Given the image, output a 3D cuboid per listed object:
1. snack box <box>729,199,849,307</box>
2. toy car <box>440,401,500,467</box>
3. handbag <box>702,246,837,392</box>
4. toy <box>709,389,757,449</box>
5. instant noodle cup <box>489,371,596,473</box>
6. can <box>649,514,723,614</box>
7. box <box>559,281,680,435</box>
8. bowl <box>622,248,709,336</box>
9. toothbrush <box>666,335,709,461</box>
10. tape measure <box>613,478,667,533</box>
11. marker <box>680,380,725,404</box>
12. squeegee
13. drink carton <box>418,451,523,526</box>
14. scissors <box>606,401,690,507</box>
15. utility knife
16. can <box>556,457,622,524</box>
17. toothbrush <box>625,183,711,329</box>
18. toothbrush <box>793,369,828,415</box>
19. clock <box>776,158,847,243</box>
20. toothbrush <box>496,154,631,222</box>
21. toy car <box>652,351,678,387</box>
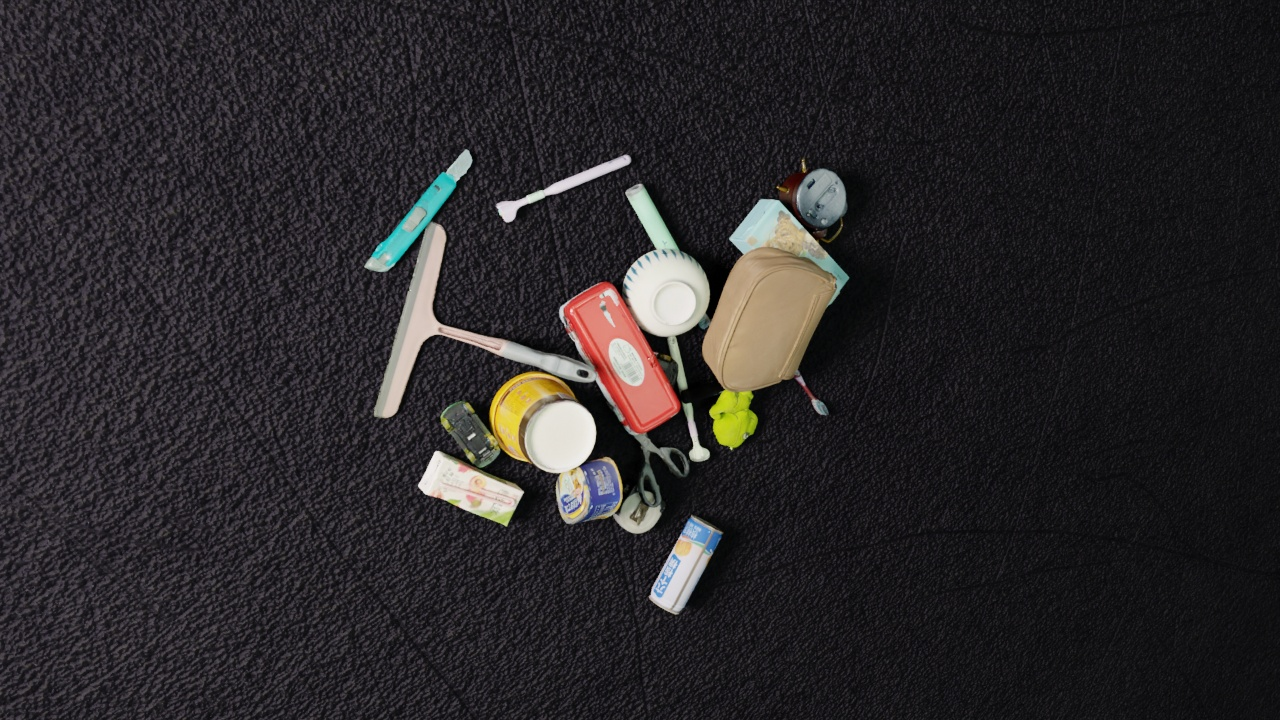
[{"bbox_3d":[0.211,-0.144,1.295,0.175,0.052,0.074,41,83,-25],"label":"snack box"},{"bbox_3d":[-0.216,0.092,1.160,0.043,0.036,0.091,-37,114,-12],"label":"toy car"},{"bbox_3d":[0.169,-0.057,1.248,0.147,0.099,0.205,4,126,-25],"label":"handbag"},{"bbox_3d":[0.132,0.082,1.309,0.096,0.031,0.100,-4,119,-34],"label":"toy"},{"bbox_3d":[-0.119,0.082,1.159,0.118,0.114,0.118,-5,102,-24],"label":"instant noodle cup"},{"bbox_3d":[0.065,0.293,1.319,0.053,0.053,0.134,29,88,-26],"label":"can"},{"bbox_3d":[-0.027,-0.001,1.198,0.086,0.047,0.201,-31,99,-10],"label":"box"},{"bbox_3d":[0.037,-0.083,1.204,0.116,0.066,0.116,-3,111,-9],"label":"bowl"},{"bbox_3d":[0.063,0.054,1.289,0.029,0.020,0.189,-11,106,12],"label":"toothbrush"},{"bbox_3d":[-0.004,0.207,1.282,0.065,0.033,0.066,32,86,-25],"label":"tape measure"},{"bbox_3d":[0.113,0.036,1.295,0.131,0.020,0.022,-15,92,-31],"label":"marker"},{"bbox_3d":[-0.173,-0.015,1.130,0.249,0.040,0.247,17,92,-1],"label":"squeegee"},{"bbox_3d":[-0.214,0.165,1.172,0.122,0.045,0.053,28,87,-27],"label":"drink carton"},{"bbox_3d":[0.011,0.119,1.263,0.159,0.014,0.177,15,74,-41],"label":"scissors"},{"bbox_3d":[-0.262,-0.178,1.096,0.029,0.013,0.186,39,84,-15],"label":"utility knife"},{"bbox_3d":[-0.068,0.170,1.187,0.049,0.148,0.074,-9,76,-21],"label":"can"},{"bbox_3d":[0.043,-0.137,1.235,0.027,0.026,0.224,-31,113,1],"label":"toothbrush"},{"bbox_3d":[0.228,0.015,1.354,0.016,0.017,0.187,-43,115,-12],"label":"toothbrush"},{"bbox_3d":[0.248,-0.219,1.294,0.082,0.055,0.122,-48,116,-10],"label":"clock"},{"bbox_3d":[-0.093,-0.221,1.161,0.189,0.021,0.029,-27,78,-18],"label":"toothbrush"},{"bbox_3d":[-0.007,0.007,1.238,0.122,0.037,0.056,17,86,-14],"label":"toy car"}]
